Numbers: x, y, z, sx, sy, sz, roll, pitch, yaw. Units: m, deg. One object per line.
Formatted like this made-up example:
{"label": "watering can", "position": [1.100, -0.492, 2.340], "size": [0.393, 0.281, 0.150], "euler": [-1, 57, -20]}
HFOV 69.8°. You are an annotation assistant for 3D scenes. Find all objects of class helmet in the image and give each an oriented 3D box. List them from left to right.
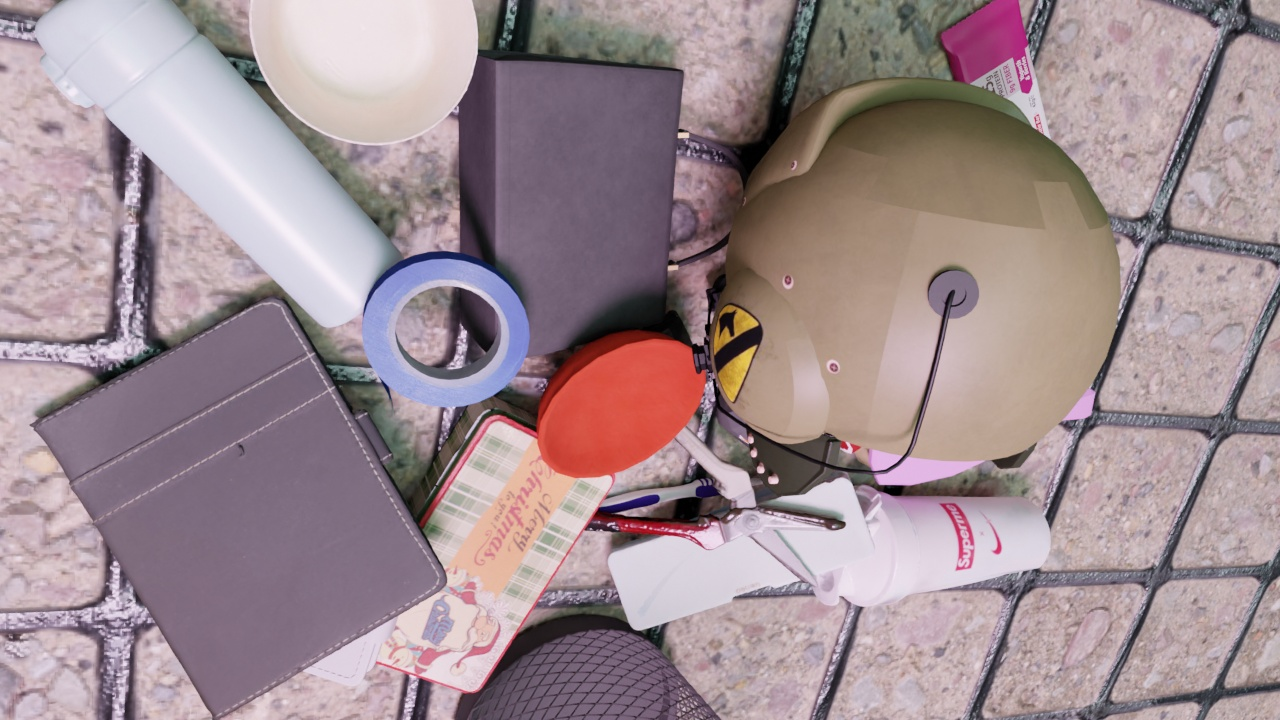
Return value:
{"label": "helmet", "position": [0.157, -0.050, 0.561], "size": [0.250, 0.255, 0.233], "euler": [-3, 115, -22]}

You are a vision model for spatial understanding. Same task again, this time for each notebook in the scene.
{"label": "notebook", "position": [-0.234, 0.086, 0.556], "size": [0.169, 0.029, 0.209], "euler": [-29, 98, -9]}

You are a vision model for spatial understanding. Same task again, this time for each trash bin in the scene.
{"label": "trash bin", "position": [-0.017, 0.329, 0.666], "size": [0.217, 0.227, 0.218], "euler": [-9, 112, -23]}

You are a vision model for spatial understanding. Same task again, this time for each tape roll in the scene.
{"label": "tape roll", "position": [-0.112, -0.017, 0.530], "size": [0.093, 0.016, 0.091], "euler": [-14, 116, -9]}

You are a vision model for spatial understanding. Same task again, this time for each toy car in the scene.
{"label": "toy car", "position": [-0.004, 0.004, 0.654], "size": [0.092, 0.037, 0.040], "euler": [-31, 119, -8]}

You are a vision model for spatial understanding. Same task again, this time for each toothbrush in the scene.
{"label": "toothbrush", "position": [0.052, 0.101, 0.731], "size": [0.186, 0.015, 0.016], "euler": [-7, 108, -20]}

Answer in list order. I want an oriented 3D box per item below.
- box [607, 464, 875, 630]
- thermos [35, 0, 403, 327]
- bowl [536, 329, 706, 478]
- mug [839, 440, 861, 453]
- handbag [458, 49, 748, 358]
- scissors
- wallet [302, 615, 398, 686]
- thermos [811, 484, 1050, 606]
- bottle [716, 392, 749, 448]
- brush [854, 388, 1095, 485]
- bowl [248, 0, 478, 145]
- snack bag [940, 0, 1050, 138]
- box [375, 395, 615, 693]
{"label": "box", "position": [0.075, 0.144, 0.705], "size": [0.199, 0.067, 0.083], "euler": [-22, 115, 9]}
{"label": "thermos", "position": [-0.222, -0.111, 0.501], "size": [0.078, 0.065, 0.207], "euler": [-36, 120, 5]}
{"label": "bowl", "position": [-0.018, 0.023, 0.607], "size": [0.121, 0.035, 0.122], "euler": [-20, 139, -18]}
{"label": "mug", "position": [0.158, -0.004, 0.697], "size": [0.096, 0.080, 0.116], "euler": [-39, 98, -4]}
{"label": "handbag", "position": [-0.012, -0.104, 0.594], "size": [0.195, 0.072, 0.176], "euler": [-8, 115, -26]}
{"label": "scissors", "position": [0.045, 0.097, 0.680], "size": [0.199, 0.015, 0.179], "euler": [-15, 93, 8]}
{"label": "wallet", "position": [-0.212, 0.140, 0.600], "size": [0.118, 0.037, 0.115], "euler": [18, 92, 0]}
{"label": "thermos", "position": [0.251, 0.155, 0.797], "size": [0.220, 0.099, 0.099], "euler": [1, 110, -28]}
{"label": "bottle", "position": [0.106, 0.056, 0.716], "size": [0.112, 0.047, 0.047], "euler": [38, 93, -30]}
{"label": "brush", "position": [0.287, 0.047, 0.789], "size": [0.228, 0.043, 0.089], "euler": [-9, 114, -19]}
{"label": "bowl", "position": [-0.152, -0.180, 0.502], "size": [0.115, 0.062, 0.115], "euler": [-8, 114, -20]}
{"label": "snack bag", "position": [0.287, -0.178, 0.712], "size": [0.070, 0.016, 0.196], "euler": [-32, 120, -6]}
{"label": "box", "position": [-0.117, 0.134, 0.656], "size": [0.117, 0.050, 0.205], "euler": [31, 96, -30]}
